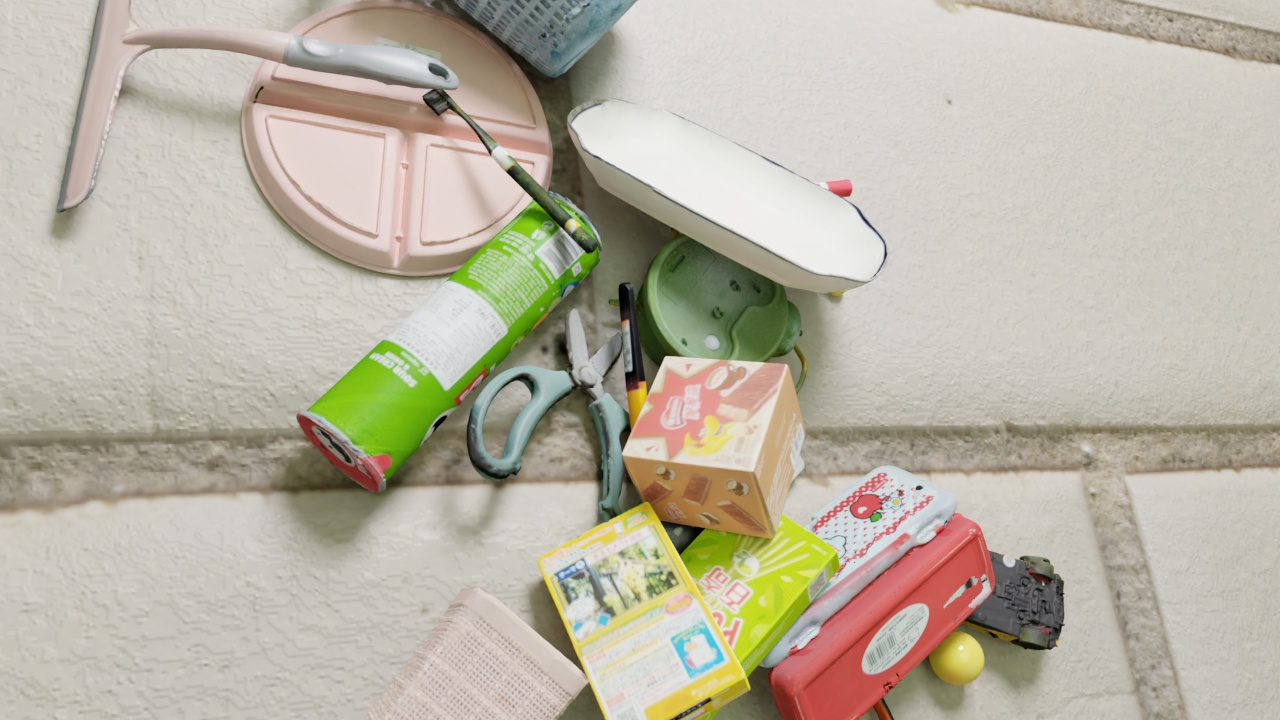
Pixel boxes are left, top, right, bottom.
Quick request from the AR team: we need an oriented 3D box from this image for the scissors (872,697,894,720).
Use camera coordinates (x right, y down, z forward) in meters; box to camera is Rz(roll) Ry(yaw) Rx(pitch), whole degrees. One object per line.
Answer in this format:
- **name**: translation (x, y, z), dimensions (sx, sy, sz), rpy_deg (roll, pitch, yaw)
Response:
- **scissors**: translation (0.176, 0.334, 0.658), dimensions (0.233, 0.022, 0.220), rpy_deg (-10, 77, -22)

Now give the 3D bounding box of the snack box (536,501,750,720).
- **snack box**: translation (-0.001, 0.167, 0.588), dimensions (0.087, 0.034, 0.140), rpy_deg (-27, 53, -6)

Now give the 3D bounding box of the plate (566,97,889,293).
- **plate**: translation (0.064, -0.125, 0.708), dimensions (0.266, 0.034, 0.161), rpy_deg (29, 34, 6)

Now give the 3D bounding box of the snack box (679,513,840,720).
- **snack box**: translation (0.052, 0.166, 0.615), dimensions (0.156, 0.026, 0.086), rpy_deg (-43, 50, -18)

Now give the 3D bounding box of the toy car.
- **toy car**: translation (0.269, 0.181, 0.731), dimensions (0.156, 0.041, 0.071), rpy_deg (19, 67, -7)

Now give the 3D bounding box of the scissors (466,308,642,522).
- **scissors**: translation (-0.057, 0.044, 0.644), dimensions (0.180, 0.019, 0.170), rpy_deg (-3, 75, -39)

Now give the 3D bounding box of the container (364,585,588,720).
- **container**: translation (-0.106, 0.209, 0.554), dimensions (0.090, 0.090, 0.110), rpy_deg (42, 66, -4)

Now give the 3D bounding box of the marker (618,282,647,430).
- **marker**: translation (-0.004, 0.004, 0.668), dimensions (0.015, 0.018, 0.123), rpy_deg (-3, 83, -34)

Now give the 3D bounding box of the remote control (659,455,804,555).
- **remote control**: translation (0.062, 0.105, 0.688), dimensions (0.058, 0.021, 0.149), rpy_deg (48, 63, -1)

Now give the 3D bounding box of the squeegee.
- **squeegee**: translation (-0.251, -0.212, 0.633), dimensions (0.249, 0.040, 0.247), rpy_deg (2, 70, -13)

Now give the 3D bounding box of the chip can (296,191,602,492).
- **chip can**: translation (-0.122, -0.018, 0.629), dimensions (0.072, 0.072, 0.235), rpy_deg (43, 63, -3)

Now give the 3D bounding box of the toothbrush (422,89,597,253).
- **toothbrush**: translation (-0.095, -0.137, 0.651), dimensions (0.017, 0.012, 0.186), rpy_deg (-37, 70, -20)

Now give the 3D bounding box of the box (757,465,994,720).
- **box**: translation (0.154, 0.173, 0.674), dimensions (0.201, 0.100, 0.102), rpy_deg (-33, 116, -21)

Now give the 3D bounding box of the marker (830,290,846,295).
- **marker**: translation (0.138, -0.107, 0.781), dimensions (0.018, 0.015, 0.124), rpy_deg (-41, 99, -23)

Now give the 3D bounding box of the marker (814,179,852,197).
- **marker**: translation (0.121, -0.145, 0.796), dimensions (0.145, 0.017, 0.017), rpy_deg (-9, 76, -23)

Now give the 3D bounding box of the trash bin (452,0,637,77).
- **trash bin**: translation (-0.082, -0.333, 0.685), dimensions (0.195, 0.227, 0.226), rpy_deg (45, 62, -16)

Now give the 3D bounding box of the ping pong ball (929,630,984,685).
- **ping pong ball**: translation (0.243, 0.229, 0.707), dimensions (0.040, 0.040, 0.040), rpy_deg (7, 71, -19)

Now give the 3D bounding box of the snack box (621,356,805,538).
- **snack box**: translation (0.053, 0.058, 0.638), dimensions (0.094, 0.077, 0.092), rpy_deg (4, 50, 26)

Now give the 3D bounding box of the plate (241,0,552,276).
- **plate**: translation (-0.174, -0.174, 0.686), dimensions (0.229, 0.028, 0.229), rpy_deg (6, 70, -18)

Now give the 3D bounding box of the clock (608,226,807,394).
- **clock**: translation (0.064, -0.027, 0.713), dimensions (0.161, 0.056, 0.115), rpy_deg (41, 64, -4)
